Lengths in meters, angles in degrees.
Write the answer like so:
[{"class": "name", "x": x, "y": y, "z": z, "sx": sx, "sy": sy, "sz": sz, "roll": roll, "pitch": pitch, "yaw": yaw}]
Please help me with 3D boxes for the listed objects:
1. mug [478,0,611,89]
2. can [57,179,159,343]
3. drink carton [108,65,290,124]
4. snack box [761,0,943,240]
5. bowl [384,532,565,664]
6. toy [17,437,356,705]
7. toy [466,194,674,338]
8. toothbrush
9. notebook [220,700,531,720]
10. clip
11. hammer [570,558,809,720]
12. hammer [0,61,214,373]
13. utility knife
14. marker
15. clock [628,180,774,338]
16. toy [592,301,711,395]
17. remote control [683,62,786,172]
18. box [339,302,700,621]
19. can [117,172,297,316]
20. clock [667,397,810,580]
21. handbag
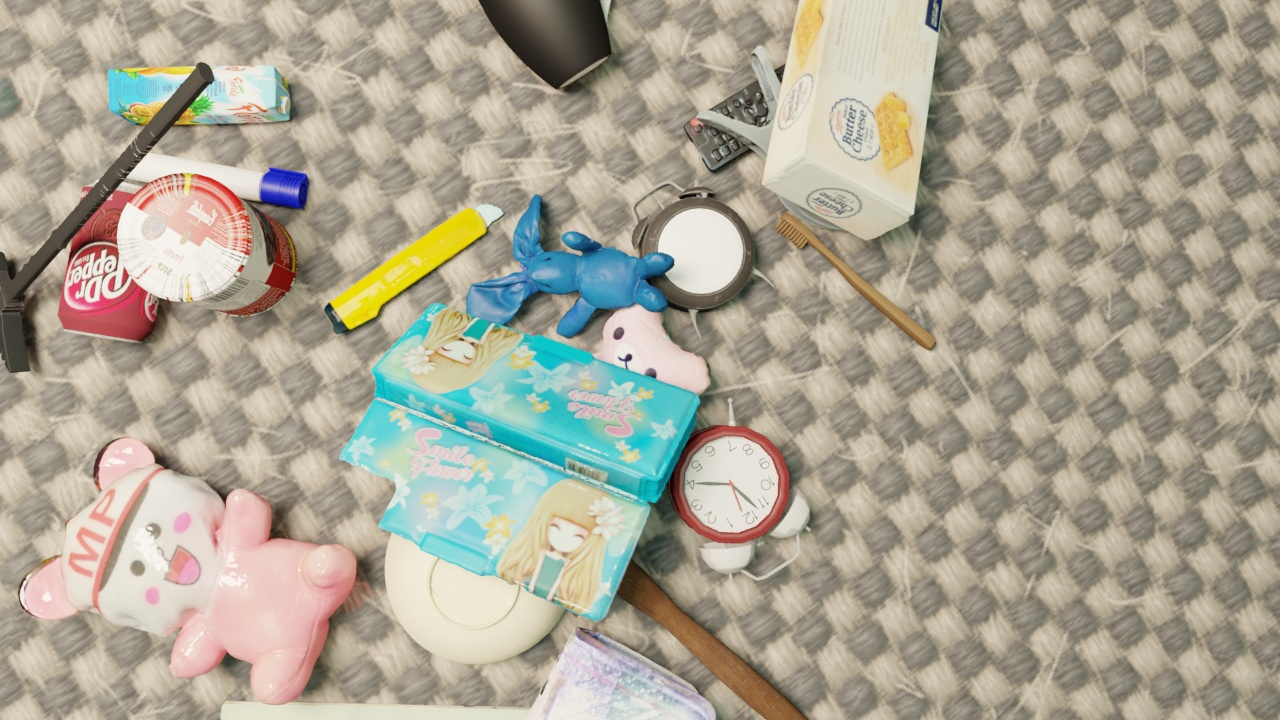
[{"class": "mug", "x": -0.060, "y": -0.278, "z": 0.724, "sx": 0.118, "sy": 0.085, "sz": 0.100, "roll": -41, "pitch": 105, "yaw": -35}, {"class": "can", "x": -0.392, "y": -0.073, "z": 0.688, "sx": 0.063, "sy": 0.063, "sz": 0.114, "roll": 9, "pitch": 87, "yaw": -4}, {"class": "drink carton", "x": -0.337, "y": -0.205, "z": 0.708, "sx": 0.129, "sy": 0.044, "sz": 0.038, "roll": -3, "pitch": 88, "yaw": -4}, {"class": "snack box", "x": 0.165, "y": -0.209, "z": 0.703, "sx": 0.104, "sy": 0.058, "sz": 0.207, "roll": 21, "pitch": 69, "yaw": -21}, {"class": "bowl", "x": -0.123, "y": 0.162, "z": 0.694, "sx": 0.150, "sy": 0.075, "sz": 0.150, "roll": 0, "pitch": 88, "yaw": -5}, {"class": "toy", "x": -0.324, "y": 0.155, "z": 0.674, "sx": 0.213, "sy": 0.084, "sz": 0.142, "roll": 23, "pitch": 84, "yaw": -5}, {"class": "toy", "x": -0.048, "y": -0.072, "z": 0.705, "sx": 0.177, "sy": 0.071, "sz": 0.113, "roll": 6, "pitch": 93, "yaw": 27}, {"class": "toothbrush", "x": 0.178, "y": -0.064, "z": 0.758, "sx": 0.167, "sy": 0.016, "sz": 0.016, "roll": 40, "pitch": 84, "yaw": -1}, {"class": "notebook", "x": -0.200, "y": 0.359, "z": 0.711, "sx": 0.252, "sy": 0.010, "sz": 0.182, "roll": 3, "pitch": 88, "yaw": -4}, {"class": "clip", "x": 0.136, "y": -0.181, "z": 0.738, "sx": 0.163, "sy": 0.028, "sz": 0.107, "roll": 38, "pitch": 90, "yaw": -14}, {"class": "hammer", "x": 0.043, "y": 0.215, "z": 0.703, "sx": 0.323, "sy": 0.115, "sz": 0.033, "roll": 43, "pitch": 107, "yaw": -10}, {"class": "hammer", "x": -0.368, "y": -0.094, "z": 0.611, "sx": 0.326, "sy": 0.015, "sz": 0.095, "roll": -28, "pitch": 79, "yaw": 32}, {"class": "utility knife", "x": -0.179, "y": -0.076, "z": 0.729, "sx": 0.163, "sy": 0.017, "sz": 0.030, "roll": -36, "pitch": 96, "yaw": -5}, {"class": "marker", "x": -0.330, "y": -0.143, "z": 0.717, "sx": 0.133, "sy": 0.023, "sz": 0.027, "roll": 9, "pitch": 65, "yaw": -4}, {"class": "clock", "x": 0.042, "y": -0.089, "z": 0.734, "sx": 0.091, "sy": 0.044, "sz": 0.123, "roll": -35, "pitch": 91, "yaw": -5}, {"class": "toy", "x": -0.004, "y": 0.004, "z": 0.724, "sx": 0.096, "sy": 0.052, "sz": 0.099, "roll": -37, "pitch": 78, "yaw": 8}, {"class": "remote control", "x": 0.109, "y": -0.211, "z": 0.757, "sx": 0.150, "sy": 0.022, "sz": 0.047, "roll": -31, "pitch": 91, "yaw": -4}, {"class": "box", "x": -0.092, "y": 0.058, "z": 0.652, "sx": 0.227, "sy": 0.056, "sz": 0.184, "roll": 19, "pitch": 55, "yaw": 12}, {"class": "can", "x": -0.310, "y": -0.080, "z": 0.668, "sx": 0.086, "sy": 0.116, "sz": 0.086, "roll": 0, "pitch": 87, "yaw": -5}, {"class": "clock", "x": 0.075, "y": 0.106, "z": 0.726, "sx": 0.096, "sy": 0.048, "sz": 0.137, "roll": -31, "pitch": 89, "yaw": -5}, {"class": "handbag", "x": -0.034, "y": 0.297, "z": 0.696, "sx": 0.126, "sy": 0.069, "sz": 0.158, "roll": 31, "pitch": 83, "yaw": -8}]
